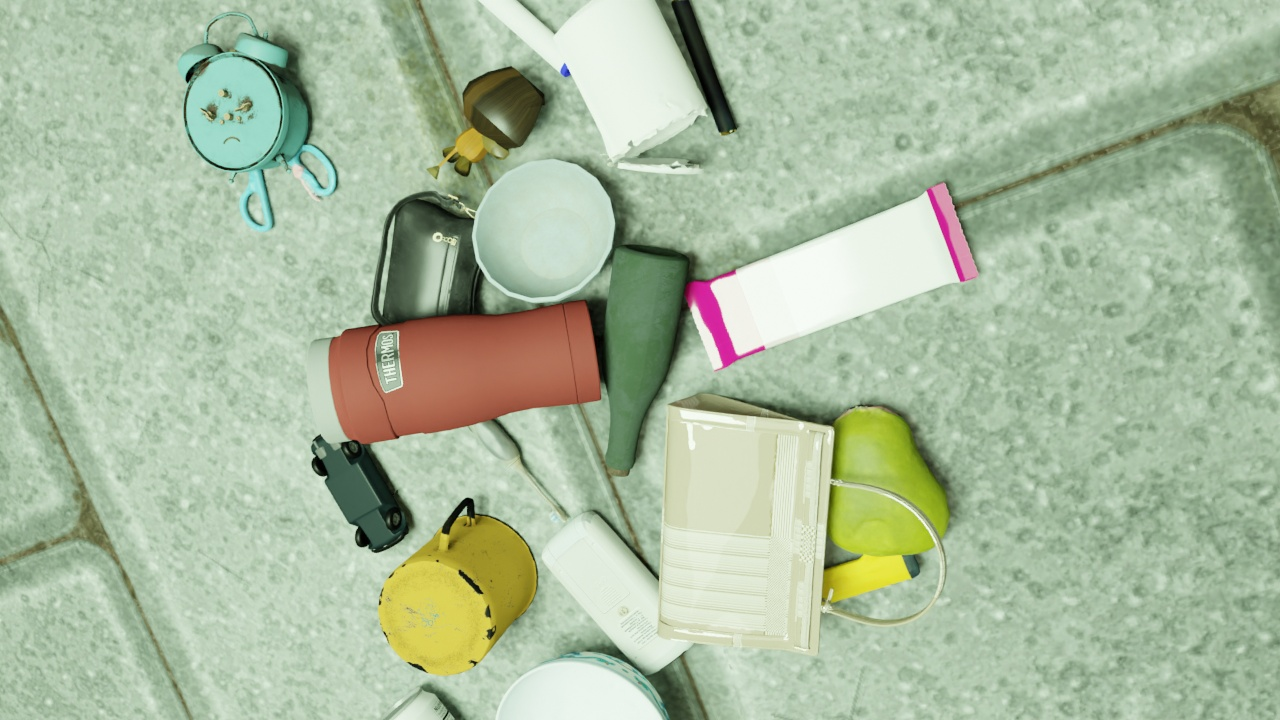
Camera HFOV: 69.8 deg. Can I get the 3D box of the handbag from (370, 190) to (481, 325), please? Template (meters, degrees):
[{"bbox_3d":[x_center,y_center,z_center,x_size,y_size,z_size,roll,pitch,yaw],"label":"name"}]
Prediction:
[{"bbox_3d":[-0.158,-0.064,0.708,0.079,0.054,0.128,13,102,7],"label":"handbag"}]

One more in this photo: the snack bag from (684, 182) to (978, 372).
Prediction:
[{"bbox_3d":[0.131,-0.056,0.654,0.197,0.016,0.070,-21,95,18],"label":"snack bag"}]

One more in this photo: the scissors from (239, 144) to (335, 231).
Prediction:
[{"bbox_3d":[-0.315,-0.165,0.752,0.141,0.015,0.111,44,108,9],"label":"scissors"}]

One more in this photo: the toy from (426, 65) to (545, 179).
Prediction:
[{"bbox_3d":[-0.114,-0.168,0.671,0.100,0.062,0.076,-44,52,4],"label":"toy"}]

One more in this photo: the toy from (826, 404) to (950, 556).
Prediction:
[{"bbox_3d":[0.171,0.086,0.654,0.090,0.051,0.110,-6,99,19],"label":"toy"}]

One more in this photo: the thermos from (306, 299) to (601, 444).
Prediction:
[{"bbox_3d":[-0.133,0.013,0.681,0.198,0.108,0.083,-9,64,-5],"label":"thermos"}]

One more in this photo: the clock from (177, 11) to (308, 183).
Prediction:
[{"bbox_3d":[-0.307,-0.204,0.709,0.090,0.053,0.124,-6,95,14],"label":"clock"}]

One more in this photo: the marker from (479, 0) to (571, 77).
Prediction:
[{"bbox_3d":[-0.101,-0.261,0.669,0.141,0.020,0.020,42,108,3],"label":"marker"}]

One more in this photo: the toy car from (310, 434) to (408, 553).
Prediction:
[{"bbox_3d":[-0.236,0.107,0.773,0.046,0.034,0.112,-29,92,18],"label":"toy car"}]

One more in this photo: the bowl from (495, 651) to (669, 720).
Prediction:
[{"bbox_3d":[-0.036,0.291,0.738,0.144,0.074,0.144,3,102,14],"label":"bowl"}]

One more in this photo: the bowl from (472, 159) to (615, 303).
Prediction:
[{"bbox_3d":[-0.067,-0.091,0.677,0.106,0.039,0.106,-2,81,11],"label":"bowl"}]

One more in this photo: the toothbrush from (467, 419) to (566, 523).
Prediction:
[{"bbox_3d":[-0.121,0.061,0.742,0.024,0.022,0.185,-43,90,21],"label":"toothbrush"}]

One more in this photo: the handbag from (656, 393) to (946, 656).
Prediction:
[{"bbox_3d":[0.112,0.125,0.642,0.198,0.062,0.176,8,101,30],"label":"handbag"}]

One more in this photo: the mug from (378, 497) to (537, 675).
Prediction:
[{"bbox_3d":[-0.146,0.176,0.732,0.100,0.094,0.124,4,102,14],"label":"mug"}]

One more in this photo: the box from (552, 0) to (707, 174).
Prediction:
[{"bbox_3d":[-0.004,-0.179,0.633,0.089,0.080,0.143,-30,94,2],"label":"box"}]

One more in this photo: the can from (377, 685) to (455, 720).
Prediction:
[{"bbox_3d":[-0.172,0.353,0.788,0.070,0.070,0.132,-39,90,18],"label":"can"}]

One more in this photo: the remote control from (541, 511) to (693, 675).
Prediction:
[{"bbox_3d":[-0.017,0.187,0.735,0.060,0.025,0.138,-43,87,22],"label":"remote control"}]

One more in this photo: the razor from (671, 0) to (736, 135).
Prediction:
[{"bbox_3d":[0.035,-0.226,0.643,0.043,0.022,0.144,-11,107,59],"label":"razor"}]

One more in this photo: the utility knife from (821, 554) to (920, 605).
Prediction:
[{"bbox_3d":[0.106,0.184,0.709,0.224,0.019,0.030,-23,90,18],"label":"utility knife"}]

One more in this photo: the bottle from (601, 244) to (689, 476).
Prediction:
[{"bbox_3d":[-0.004,0.004,0.682,0.055,0.055,0.174,12,105,12],"label":"bottle"}]
